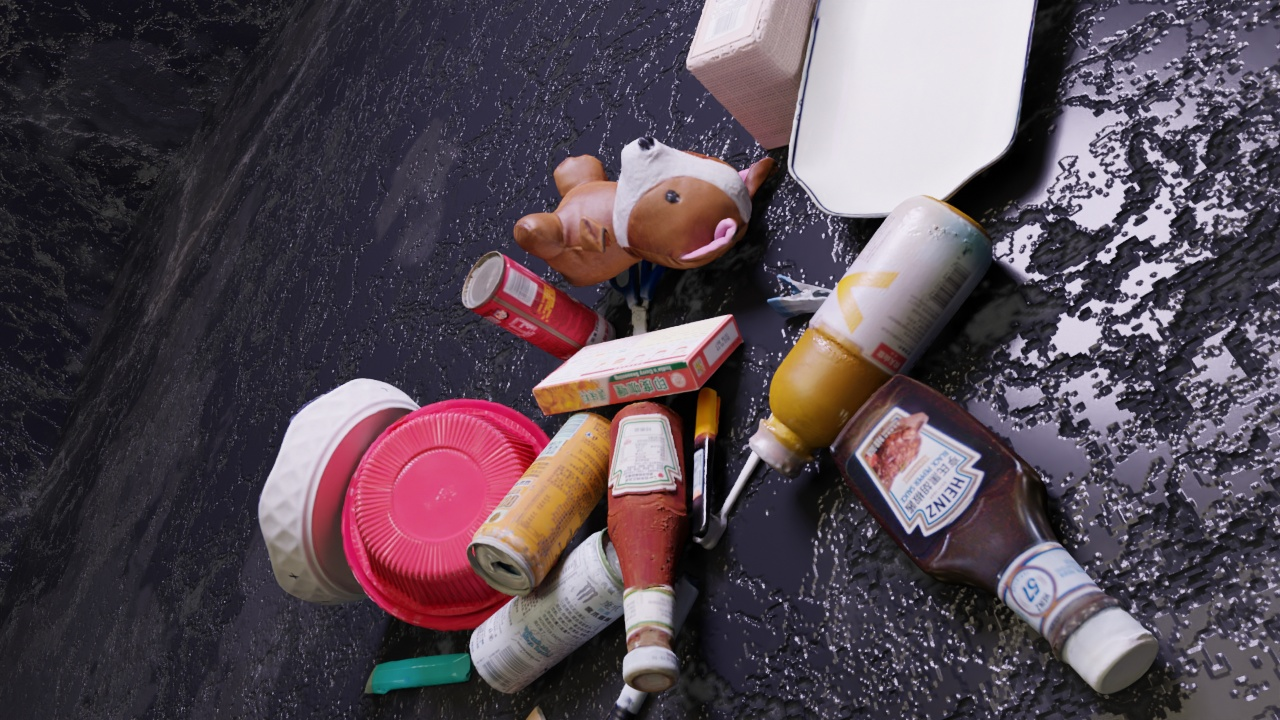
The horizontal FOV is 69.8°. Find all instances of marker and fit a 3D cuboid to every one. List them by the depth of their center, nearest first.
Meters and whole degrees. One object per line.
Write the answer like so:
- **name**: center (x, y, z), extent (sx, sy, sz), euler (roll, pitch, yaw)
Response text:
- **marker**: center (0.005, 0.203, 0.620), extent (0.023, 0.018, 0.130), euler (22, 84, 51)
- **marker**: center (0.046, 0.070, 0.648), extent (0.018, 0.015, 0.123), euler (-44, 29, 42)

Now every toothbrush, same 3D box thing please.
- **toothbrush**: center (0.086, 0.049, 0.631), extent (0.016, 0.016, 0.180), euler (30, 89, 51)

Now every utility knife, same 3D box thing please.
- **utility knife**: center (-0.195, 0.276, 0.805), extent (0.152, 0.012, 0.029), euler (-20, 55, 37)

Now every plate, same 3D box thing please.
- **plate**: center (0.195, -0.214, 0.642), extent (0.162, 0.034, 0.265), euler (1, 72, 37)
- **plate**: center (-0.246, 0.122, 0.826), extent (0.046, 0.205, 0.204), euler (9, 72, 26)

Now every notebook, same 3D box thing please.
- **notebook**: center (-0.108, 0.373, 0.640), extent (0.211, 0.012, 0.149), euler (-53, 37, 8)

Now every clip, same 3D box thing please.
- **clip**: center (0.119, -0.043, 0.650), extent (0.058, 0.027, 0.045), euler (9, 66, 47)

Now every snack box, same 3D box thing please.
- **snack box**: center (-0.004, 0.004, 0.712), extent (0.156, 0.027, 0.076), euler (-11, 21, 39)

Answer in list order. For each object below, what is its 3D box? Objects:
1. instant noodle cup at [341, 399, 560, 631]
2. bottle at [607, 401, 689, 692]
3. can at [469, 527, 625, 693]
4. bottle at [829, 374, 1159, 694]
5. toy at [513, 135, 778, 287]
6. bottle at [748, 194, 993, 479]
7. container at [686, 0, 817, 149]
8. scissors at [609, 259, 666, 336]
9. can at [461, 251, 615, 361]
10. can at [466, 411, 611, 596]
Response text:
- **instant noodle cup**: center (-0.153, 0.113, 0.733), extent (0.194, 0.066, 0.193), euler (-1, 69, 2)
- **bottle**: center (0.006, 0.120, 0.621), extent (0.060, 0.059, 0.205), euler (-34, 37, 29)
- **can**: center (-0.059, 0.184, 0.672), extent (0.147, 0.058, 0.058), euler (-42, 41, 22)
- **bottle**: center (0.179, 0.086, 0.480), extent (0.080, 0.044, 0.195), euler (-51, 39, 12)
- **toy**: center (0.004, -0.126, 0.752), extent (0.200, 0.130, 0.139), euler (4, 49, 29)
- **bottle**: center (0.137, -0.011, 0.570), extent (0.189, 0.068, 0.068), euler (-54, 38, 8)
- **container**: center (0.105, -0.240, 0.723), extent (0.090, 0.111, 0.089), euler (-2, 65, 48)
- **scissors**: center (0.008, -0.049, 0.791), extent (0.125, 0.012, 0.173), euler (-47, 41, 15)
- **can**: center (-0.084, -0.039, 0.787), extent (0.053, 0.132, 0.053), euler (-27, 48, 35)
- **can**: center (-0.065, 0.103, 0.683), extent (0.058, 0.058, 0.145), euler (-16, 26, 42)
